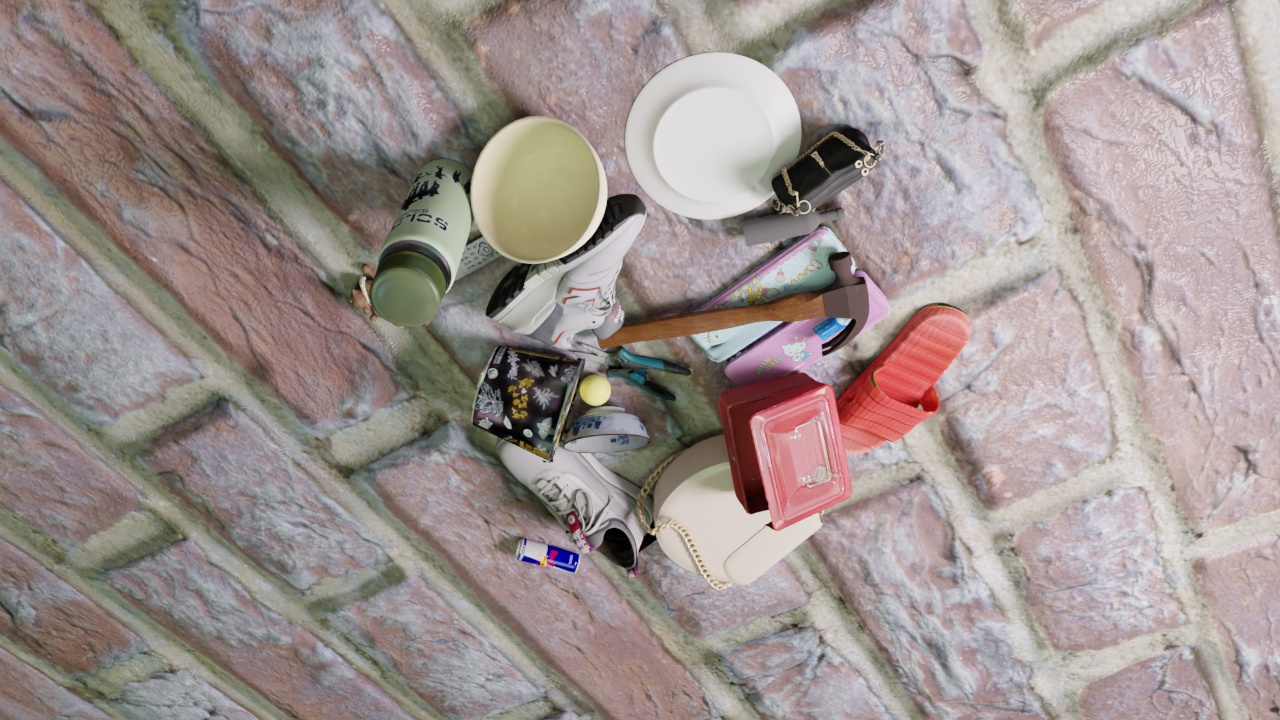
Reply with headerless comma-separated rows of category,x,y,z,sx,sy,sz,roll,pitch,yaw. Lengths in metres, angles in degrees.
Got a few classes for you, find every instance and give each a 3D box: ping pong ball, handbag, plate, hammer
ping pong ball,-0.058,0.038,1.171,0.040,0.040,0.040,0,127,0
handbag,0.126,0.207,1.247,0.208,0.103,0.211,35,115,-22
plate,0.078,-0.232,0.982,0.188,0.016,0.189,1,127,1
hammer,0.105,-0.049,1.085,0.323,0.033,0.115,-8,115,14
handbag,0.198,-0.194,0.966,0.129,0.079,0.054,-33,117,13

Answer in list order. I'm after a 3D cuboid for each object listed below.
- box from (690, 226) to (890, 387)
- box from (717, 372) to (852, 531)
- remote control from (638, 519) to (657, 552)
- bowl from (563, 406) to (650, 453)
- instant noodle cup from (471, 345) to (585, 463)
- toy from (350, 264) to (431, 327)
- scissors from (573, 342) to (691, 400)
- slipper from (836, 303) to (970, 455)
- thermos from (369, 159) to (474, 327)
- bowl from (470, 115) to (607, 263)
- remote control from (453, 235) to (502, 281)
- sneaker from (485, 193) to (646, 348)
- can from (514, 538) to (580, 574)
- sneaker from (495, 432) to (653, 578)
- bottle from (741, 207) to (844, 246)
box,0.175,-0.053,1.108,0.215,0.034,0.151,-35,115,24
box,0.175,0.106,1.126,0.134,0.110,0.157,-17,105,-16
remote control,0.019,0.243,1.338,0.034,0.013,0.150,37,118,-24
bowl,-0.045,0.087,1.190,0.114,0.045,0.114,-4,163,-1
instant noodle cup,-0.141,0.047,1.131,0.112,0.137,0.138,18,125,0
toy,-0.303,-0.067,1.098,0.102,0.041,0.055,41,95,-16
scissors,-0.006,0.014,1.165,0.124,0.019,0.148,-23,121,18
slipper,0.327,0.040,1.155,0.103,0.059,0.249,24,122,-16
thermos,-0.219,-0.120,0.938,0.082,0.230,0.082,0,127,0
bowl,-0.097,-0.176,0.975,0.151,0.075,0.151,1,92,21
remote control,-0.174,-0.133,1.062,0.137,0.013,0.033,-25,122,18
sneaker,-0.058,-0.088,1.058,0.240,0.088,0.124,-29,126,30
can,-0.138,0.291,1.364,0.095,0.032,0.032,17,125,-11
sneaker,-0.090,0.190,1.231,0.263,0.128,0.097,38,117,-22
bottle,0.172,-0.154,1.030,0.113,0.030,0.030,-11,126,9
